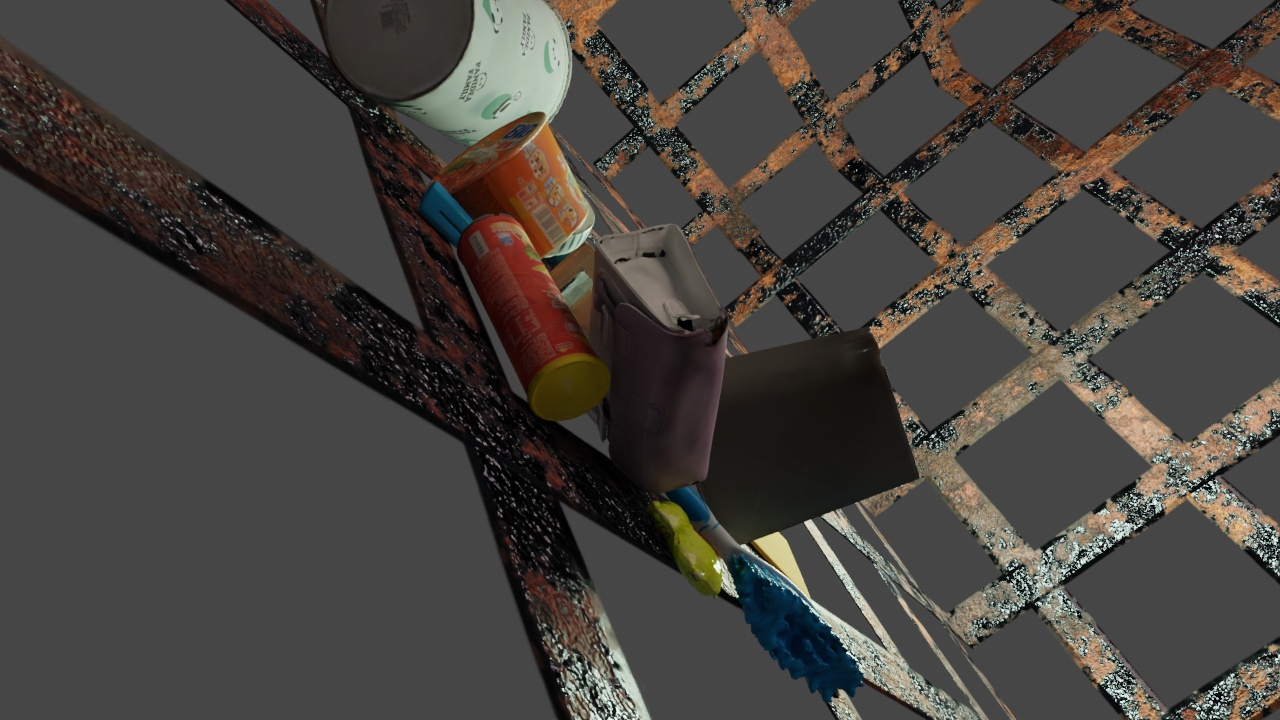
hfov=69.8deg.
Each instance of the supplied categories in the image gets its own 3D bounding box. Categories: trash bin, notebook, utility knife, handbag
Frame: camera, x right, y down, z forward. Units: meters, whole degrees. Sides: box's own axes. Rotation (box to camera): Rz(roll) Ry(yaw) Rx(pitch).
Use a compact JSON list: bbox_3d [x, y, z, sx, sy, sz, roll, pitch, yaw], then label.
[{"bbox_3d":[0.168,0.073,0.998,0.198,0.220,0.199,-48,119,-76],"label":"trash bin"},{"bbox_3d":[0.138,0.203,1.166,0.206,0.010,0.145,47,10,-18],"label":"notebook"},{"bbox_3d":[-0.151,-0.101,0.920,0.185,0.034,0.018,47,2,-28],"label":"utility knife"},{"bbox_3d":[0.010,0.003,0.808,0.145,0.098,0.197,53,-30,38],"label":"handbag"},{"bbox_3d":[-0.229,-0.382,1.101,0.229,0.230,0.251,51,14,4],"label":"trash bin"}]

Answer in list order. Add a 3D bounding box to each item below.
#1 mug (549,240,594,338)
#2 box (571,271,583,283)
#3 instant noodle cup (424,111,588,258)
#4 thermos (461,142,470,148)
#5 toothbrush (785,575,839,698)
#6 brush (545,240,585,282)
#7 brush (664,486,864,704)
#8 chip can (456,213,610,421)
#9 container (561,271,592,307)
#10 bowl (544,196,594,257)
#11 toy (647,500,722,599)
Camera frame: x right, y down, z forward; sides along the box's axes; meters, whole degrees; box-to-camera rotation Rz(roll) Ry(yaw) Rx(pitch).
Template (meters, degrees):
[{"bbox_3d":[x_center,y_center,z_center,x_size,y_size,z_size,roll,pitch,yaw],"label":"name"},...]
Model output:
[{"bbox_3d":[-0.054,-0.042,0.926,0.124,0.104,0.084,46,10,-22],"label":"mug"},{"bbox_3d":[-0.016,-0.046,1.207,0.201,0.047,0.087,46,6,31],"label":"box"},{"bbox_3d":[-0.133,-0.172,0.964,0.111,0.151,0.151,55,7,-26],"label":"instant noodle cup"},{"bbox_3d":[-0.217,-0.317,1.343,0.224,0.073,0.073,48,10,-15],"label":"thermos"},{"bbox_3d":[0.184,0.299,1.005,0.189,0.014,0.016,-110,-178,-62],"label":"toothbrush"},{"bbox_3d":[-0.105,-0.152,1.259,0.144,0.055,0.073,45,11,-33],"label":"brush"},{"bbox_3d":[0.089,0.190,0.879,0.314,0.060,0.109,47,4,-6],"label":"brush"},{"bbox_3d":[-0.101,-0.044,0.816,0.073,0.073,0.216,39,14,-50],"label":"chip can"},{"bbox_3d":[-0.041,-0.038,1.023,0.111,0.090,0.090,48,9,1],"label":"container"},{"bbox_3d":[-0.123,-0.175,1.169,0.116,0.066,0.116,15,43,-14],"label":"bowl"},{"bbox_3d":[0.042,0.163,0.807,0.100,0.031,0.096,53,8,16],"label":"toy"}]
